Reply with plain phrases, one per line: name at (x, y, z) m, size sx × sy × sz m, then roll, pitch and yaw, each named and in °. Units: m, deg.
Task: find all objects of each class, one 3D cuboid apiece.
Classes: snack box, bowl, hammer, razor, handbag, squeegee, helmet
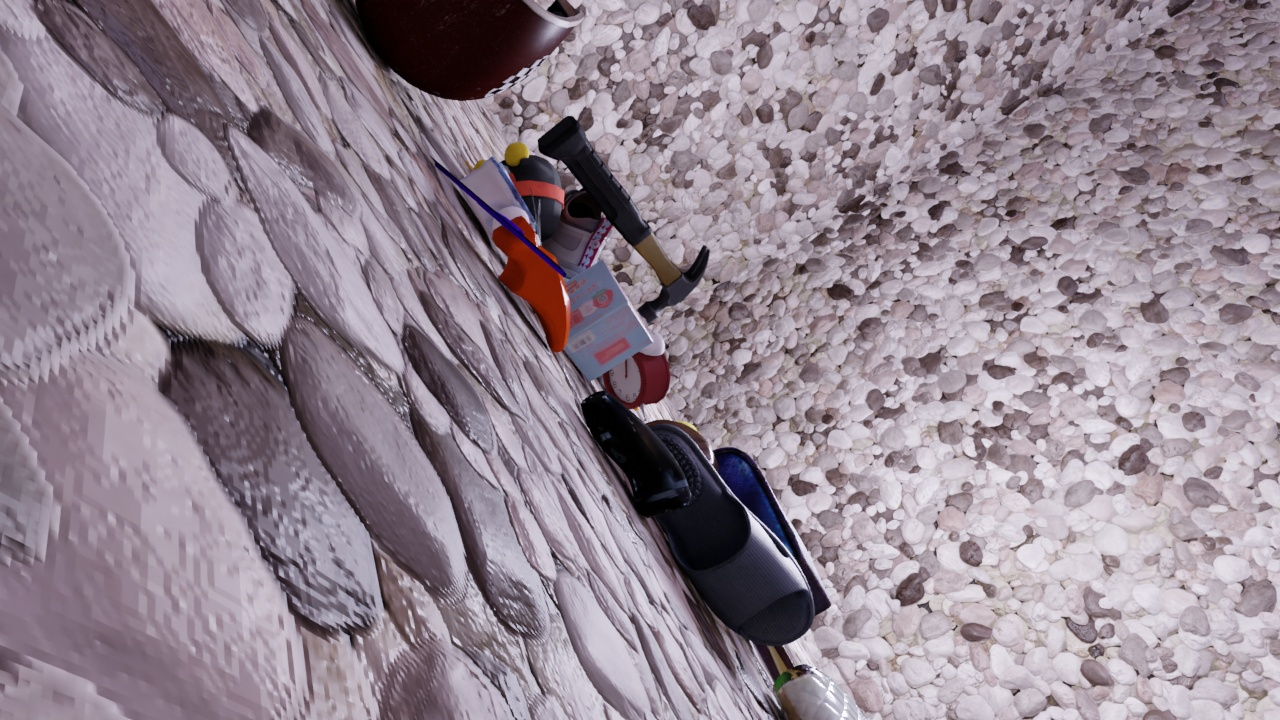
snack box at (0.185, 0.398, 1.259) m, size 0.186 × 0.031 × 0.101 m, roll 61°, pitch 2°, yaw 42°
bowl at (0.047, 0.110, 1.087) m, size 0.119 × 0.032 × 0.119 m, roll 20°, pitch 39°, yaw -18°
hammer at (-0.013, -0.158, 1.043) m, size 0.025 × 0.118 × 0.333 m, roll 56°, pitch 5°, yaw 36°
razor at (-0.009, 0.091, 0.860) m, size 0.140 × 0.053 × 0.063 m, roll 52°, pitch 37°, yaw -16°
handbag at (0.221, 0.439, 0.997) m, size 0.139 × 0.072 × 0.194 m, roll 46°, pitch 10°, yaw -39°
snack box at (-0.053, -0.047, 1.084) m, size 0.079 × 0.093 × 0.094 m, roll 55°, pitch 3°, yaw -45°
squeegee at (-0.102, -0.079, 0.866) m, size 0.249 × 0.055 × 0.185 m, roll 42°, pitch -22°, yaw 42°
handbag at (0.132, 0.225, 1.172) m, size 0.205 × 0.125 × 0.222 m, roll 56°, pitch 5°, yaw -49°
helmet at (-0.180, -0.409, 0.974) m, size 0.233 × 0.254 × 0.233 m, roll 52°, pitch 29°, yaw -23°

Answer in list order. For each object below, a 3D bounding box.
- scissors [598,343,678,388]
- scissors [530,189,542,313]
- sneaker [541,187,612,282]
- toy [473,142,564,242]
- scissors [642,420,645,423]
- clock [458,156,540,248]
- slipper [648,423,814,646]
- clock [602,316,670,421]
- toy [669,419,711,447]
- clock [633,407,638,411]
scissors at (-0.029, -0.012, 1.194) m, size 0.165 × 0.142 × 0.014 m, roll 42°, pitch 46°, yaw -2°
scissors at (-0.110, -0.106, 1.026) m, size 0.163 × 0.012 × 0.154 m, roll -88°, pitch 164°, yaw -55°
sneaker at (-0.100, -0.186, 1.205) m, size 0.096 × 0.129 × 0.262 m, roll 24°, pitch 24°, yaw -30°
toy at (-0.139, -0.186, 1.102) m, size 0.099 × 0.098 × 0.119 m, roll 6°, pitch 73°, yaw -50°
scissors at (0.012, 0.098, 1.254) m, size 0.179 × 0.015 × 0.199 m, roll 39°, pitch -2°, yaw 27°
clock at (-0.140, -0.151, 0.948) m, size 0.125 × 0.052 × 0.089 m, roll 56°, pitch -4°, yaw 19°
slipper at (0.073, 0.181, 0.919) m, size 0.263 × 0.101 × 0.082 m, roll 53°, pitch 9°, yaw 4°
clock at (-0.007, 0.006, 1.134) m, size 0.087 × 0.044 × 0.124 m, roll 11°, pitch -72°, yaw 47°
toy at (0.079, 0.165, 1.385) m, size 0.214 × 0.084 × 0.149 m, roll -118°, pitch -176°, yaw -73°
clock at (-0.035, 0.015, 1.419) m, size 0.099 × 0.044 × 0.129 m, roll 51°, pitch 15°, yaw -77°
